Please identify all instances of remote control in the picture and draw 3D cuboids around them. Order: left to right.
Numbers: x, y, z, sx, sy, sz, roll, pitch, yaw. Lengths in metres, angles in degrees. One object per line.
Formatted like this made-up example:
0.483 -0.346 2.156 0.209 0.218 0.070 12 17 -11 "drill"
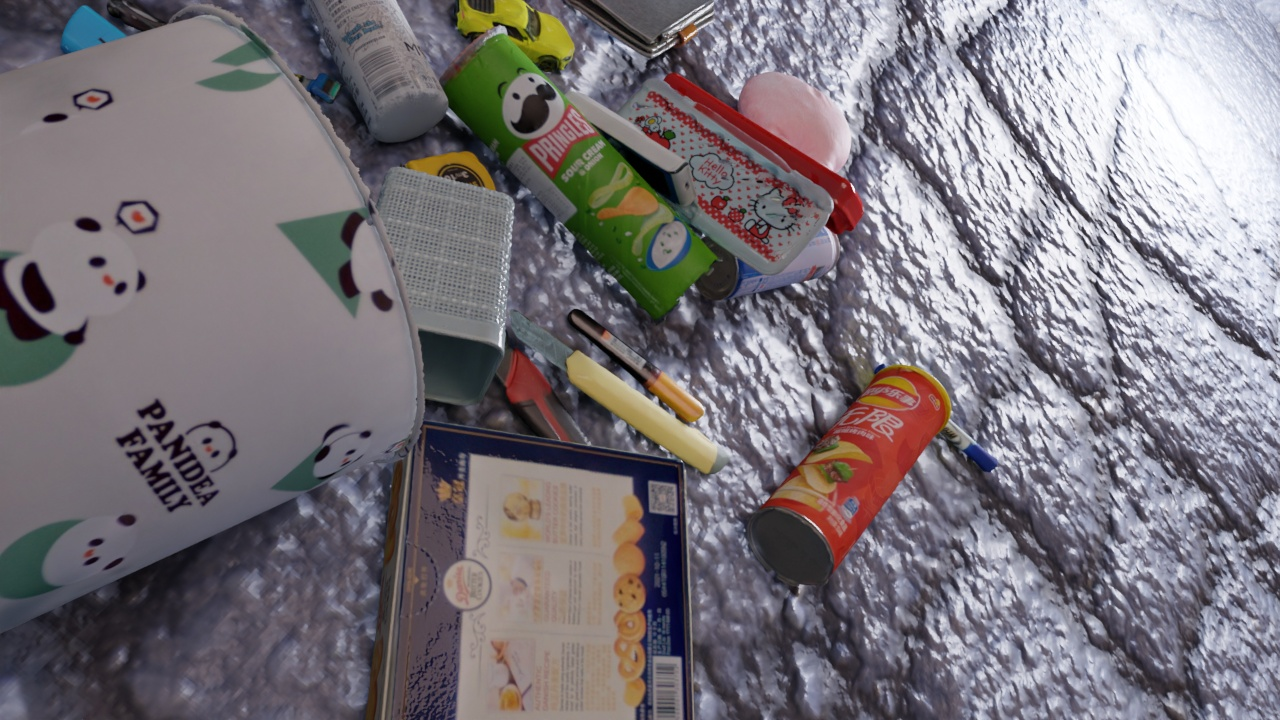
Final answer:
-0.010 -0.164 0.704 0.125 0.049 0.024 38 81 23 "remote control"

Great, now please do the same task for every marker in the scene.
-0.004 0.004 0.673 0.124 0.015 0.018 39 48 -8 "marker"
0.268 0.052 0.831 0.146 0.017 0.016 39 50 -11 "marker"

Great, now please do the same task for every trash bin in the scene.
-0.257 0.001 0.372 0.251 0.230 0.229 -32 86 -35 "trash bin"

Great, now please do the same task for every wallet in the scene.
0.004 -0.326 0.843 0.106 0.037 0.129 39 48 3 "wallet"

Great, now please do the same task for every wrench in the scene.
-0.059 0.037 0.616 0.056 0.016 0.273 -32 86 -41 "wrench"

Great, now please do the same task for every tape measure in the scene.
-0.131 -0.116 0.639 0.059 0.029 0.057 -26 81 -41 "tape measure"

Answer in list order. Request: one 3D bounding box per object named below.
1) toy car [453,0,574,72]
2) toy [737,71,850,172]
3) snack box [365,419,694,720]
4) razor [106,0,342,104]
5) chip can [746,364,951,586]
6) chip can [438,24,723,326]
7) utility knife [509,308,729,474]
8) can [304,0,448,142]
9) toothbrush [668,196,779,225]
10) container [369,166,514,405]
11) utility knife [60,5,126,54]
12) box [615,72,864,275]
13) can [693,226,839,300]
-0.099 -0.271 0.744 0.105 0.032 0.048 11 60 -32 "toy car"
0.144 -0.207 0.859 0.121 0.054 0.159 22 48 -13 "toy"
-0.057 0.137 0.530 0.182 0.046 0.177 12 64 -27 "snack box"
-0.268 -0.195 0.593 0.142 0.022 0.042 19 23 -21 "razor"
0.165 0.082 0.709 0.215 0.073 0.073 -37 89 -40 "chip can"
-0.045 -0.134 0.681 0.236 0.072 0.072 46 49 -6 "chip can"
-0.011 0.025 0.644 0.201 0.021 0.030 39 46 -25 "utility knife"
-0.190 -0.227 0.639 0.058 0.058 0.146 -20 78 -40 "can"
0.097 -0.136 0.809 0.224 0.027 0.026 -10 108 -38 "toothbrush"
-0.127 -0.046 0.553 0.090 0.090 0.111 11 61 -17 "container"
-0.252 -0.133 0.574 0.234 0.018 0.034 37 50 -14 "utility knife"
0.070 -0.147 0.748 0.201 0.100 0.110 40 7 23 "box"
0.107 -0.086 0.771 0.134 0.053 0.053 -15 75 -39 "can"
